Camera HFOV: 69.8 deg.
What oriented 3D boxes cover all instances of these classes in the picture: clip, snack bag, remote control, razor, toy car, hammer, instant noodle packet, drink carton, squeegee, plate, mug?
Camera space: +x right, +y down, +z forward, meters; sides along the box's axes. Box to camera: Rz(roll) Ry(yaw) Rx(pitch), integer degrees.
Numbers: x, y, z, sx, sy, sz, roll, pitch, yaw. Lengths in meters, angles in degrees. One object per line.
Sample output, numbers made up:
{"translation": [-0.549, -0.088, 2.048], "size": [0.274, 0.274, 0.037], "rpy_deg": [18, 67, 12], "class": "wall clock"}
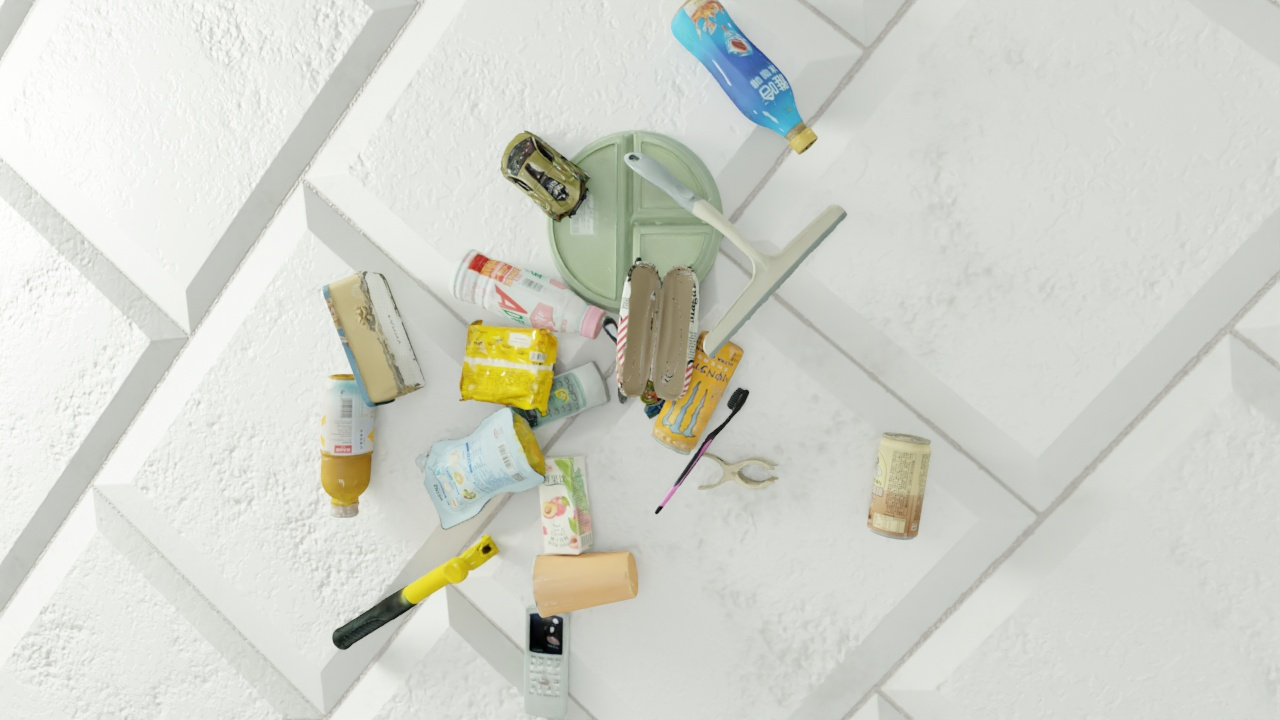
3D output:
{"translation": [0.117, 0.138, 1.122], "size": [0.100, 0.034, 0.072], "rpy_deg": [1, 95, 18], "class": "clip"}
{"translation": [-0.211, 0.140, 1.185], "size": [0.191, 0.038, 0.110], "rpy_deg": [-27, 95, 30], "class": "snack bag"}
{"translation": [-0.123, 0.393, 1.201], "size": [0.058, 0.021, 0.150], "rpy_deg": [2, 95, 13], "class": "remote control"}
{"translation": [-0.007, 0.007, 1.127], "size": [0.043, 0.022, 0.143], "rpy_deg": [-30, 103, 5], "class": "razor"}
{"translation": [-0.107, 0.049, 1.176], "size": [0.135, 0.019, 0.056], "rpy_deg": [-21, 88, 14], "class": "remote control"}
{"translation": [-0.122, -0.230, 1.133], "size": [0.158, 0.042, 0.070], "rpy_deg": [41, 103, 32], "class": "toy car"}
{"translation": [-0.300, 0.308, 1.204], "size": [0.301, 0.128, 0.033], "rpy_deg": [-34, 86, 24], "class": "hammer"}
{"translation": [-0.165, 0.009, 1.163], "size": [0.128, 0.044, 0.111], "rpy_deg": [8, 91, 23], "class": "instant noodle packet"}
{"translation": [-0.095, 0.182, 1.168], "size": [0.054, 0.045, 0.122], "rpy_deg": [-5, 90, 26], "class": "drink carton"}
{"translation": [0.074, -0.171, 1.065], "size": [0.246, 0.039, 0.246], "rpy_deg": [42, 77, 11], "class": "squeegee"}
{"translation": [-0.012, -0.171, 1.136], "size": [0.230, 0.027, 0.230], "rpy_deg": [1, 93, 14], "class": "plate"}
{"translation": [-0.068, 0.277, 1.157], "size": [0.123, 0.078, 0.078], "rpy_deg": [-9, 91, 8], "class": "mug"}

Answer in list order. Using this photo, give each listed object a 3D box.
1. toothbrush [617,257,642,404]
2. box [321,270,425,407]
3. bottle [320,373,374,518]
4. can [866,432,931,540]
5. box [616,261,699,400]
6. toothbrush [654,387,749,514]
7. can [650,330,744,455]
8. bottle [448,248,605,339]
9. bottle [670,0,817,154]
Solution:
{"translation": [-0.013, -0.034, 1.133], "size": [0.014, 0.016, 0.190], "rpy_deg": [9, 108, 6], "class": "toothbrush"}
{"translation": [-0.343, -0.023, 1.193], "size": [0.062, 0.089, 0.184], "rpy_deg": [-19, 88, 7], "class": "box"}
{"translation": [-0.392, 0.114, 1.224], "size": [0.068, 0.068, 0.189], "rpy_deg": [5, 95, 13], "class": "bottle"}
{"translation": [0.300, 0.145, 1.064], "size": [0.058, 0.058, 0.116], "rpy_deg": [9, 96, 13], "class": "can"}
{"translation": [0.024, -0.034, 1.081], "size": [0.086, 0.075, 0.162], "rpy_deg": [4, 89, 30], "class": "box"}
{"translation": [0.072, 0.110, 1.121], "size": [0.018, 0.014, 0.189], "rpy_deg": [36, 89, 38], "class": "toothbrush"}
{"translation": [0.068, 0.039, 1.113], "size": [0.058, 0.058, 0.146], "rpy_deg": [28, 99, 10], "class": "can"}
{"translation": [-0.141, -0.078, 1.155], "size": [0.197, 0.068, 0.068], "rpy_deg": [21, 98, 7], "class": "bottle"}
{"translation": [0.125, -0.331, 1.073], "size": [0.065, 0.065, 0.218], "rpy_deg": [-40, 85, 12], "class": "bottle"}
